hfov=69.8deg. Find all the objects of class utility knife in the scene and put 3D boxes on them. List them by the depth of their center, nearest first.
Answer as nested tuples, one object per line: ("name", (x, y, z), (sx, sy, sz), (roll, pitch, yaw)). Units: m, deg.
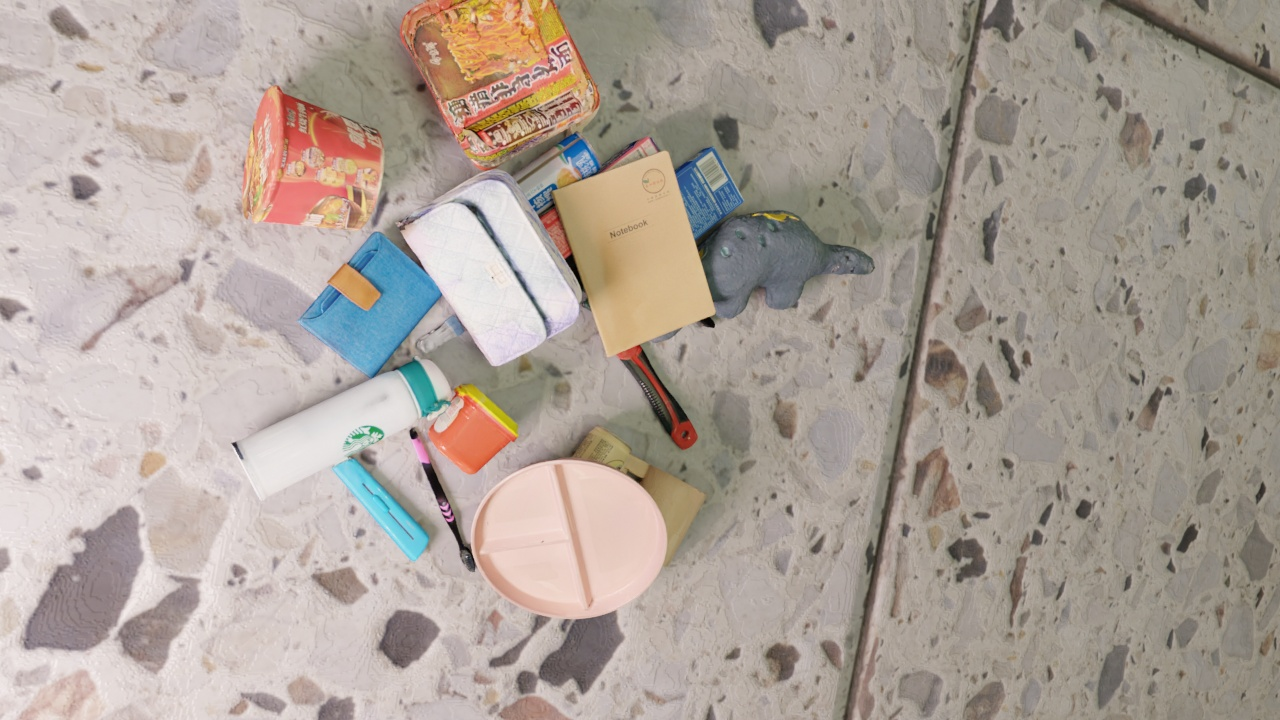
("utility knife", (-0.306, 0.145, 1.027), (0.034, 0.018, 0.199), (-42, 109, -16))

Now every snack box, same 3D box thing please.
("snack box", (-0.193, 0.077, 1.038), (0.080, 0.091, 0.082), (-48, 113, -7))
("snack box", (-0.057, -0.186, 1.098), (0.207, 0.057, 0.058), (-41, 108, -17))
("snack box", (0.052, -0.194, 1.168), (0.157, 0.026, 0.084), (-39, 110, -18))

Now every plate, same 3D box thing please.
("plate", (-0.083, 0.208, 1.080), (0.229, 0.028, 0.230), (0, 116, -1))

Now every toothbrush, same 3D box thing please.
("toothbrush", (-0.230, 0.165, 1.067), (0.014, 0.018, 0.189), (-24, 103, -16))
("toothbrush", (0.024, -0.095, 1.173), (0.189, 0.017, 0.014), (36, 67, -21))

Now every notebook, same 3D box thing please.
("notebook", (-0.004, -0.124, 1.080), (0.147, 0.008, 0.208), (-22, 109, -12))

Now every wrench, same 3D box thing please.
("wrench", (-0.007, 0.007, 1.162), (0.056, 0.016, 0.273), (-44, 111, -17))

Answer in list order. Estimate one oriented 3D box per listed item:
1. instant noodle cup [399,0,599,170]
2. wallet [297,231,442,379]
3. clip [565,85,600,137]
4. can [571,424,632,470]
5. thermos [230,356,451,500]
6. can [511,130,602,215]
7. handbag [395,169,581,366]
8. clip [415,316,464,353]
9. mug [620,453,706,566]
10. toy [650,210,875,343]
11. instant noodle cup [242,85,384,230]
("instant noodle cup", (-0.154, -0.324, 1.010), (0.164, 0.079, 0.189), (-28, 105, -3))
("wallet", (-0.293, -0.061, 1.006), (0.106, 0.040, 0.133), (44, 74, -27))
("clip", (-0.068, -0.287, 1.097), (0.092, 0.035, 0.103), (-26, 110, -21))
("can", (-0.065, 0.141, 1.122), (0.058, 0.058, 0.116), (40, 77, -23))
("thermos", (-0.311, 0.069, 0.979), (0.223, 0.073, 0.073), (-28, 106, -24))
("can", (-0.113, -0.205, 1.058), (0.134, 0.053, 0.053), (-37, 109, -6))
("handbag", (-0.160, -0.103, 1.012), (0.134, 0.075, 0.194), (-28, 109, 12))
("clip", (-0.230, -0.028, 1.049), (0.057, 0.031, 0.025), (-35, 110, -24))
("mug", (0.006, 0.186, 1.156), (0.124, 0.084, 0.103), (28, 83, -1))
("toy", (0.156, -0.124, 1.189), (0.355, 0.091, 0.138), (-16, 103, -24))
("instant noodle cup", (-0.329, -0.196, 0.927), (0.108, 0.138, 0.138), (8, 91, -35))
